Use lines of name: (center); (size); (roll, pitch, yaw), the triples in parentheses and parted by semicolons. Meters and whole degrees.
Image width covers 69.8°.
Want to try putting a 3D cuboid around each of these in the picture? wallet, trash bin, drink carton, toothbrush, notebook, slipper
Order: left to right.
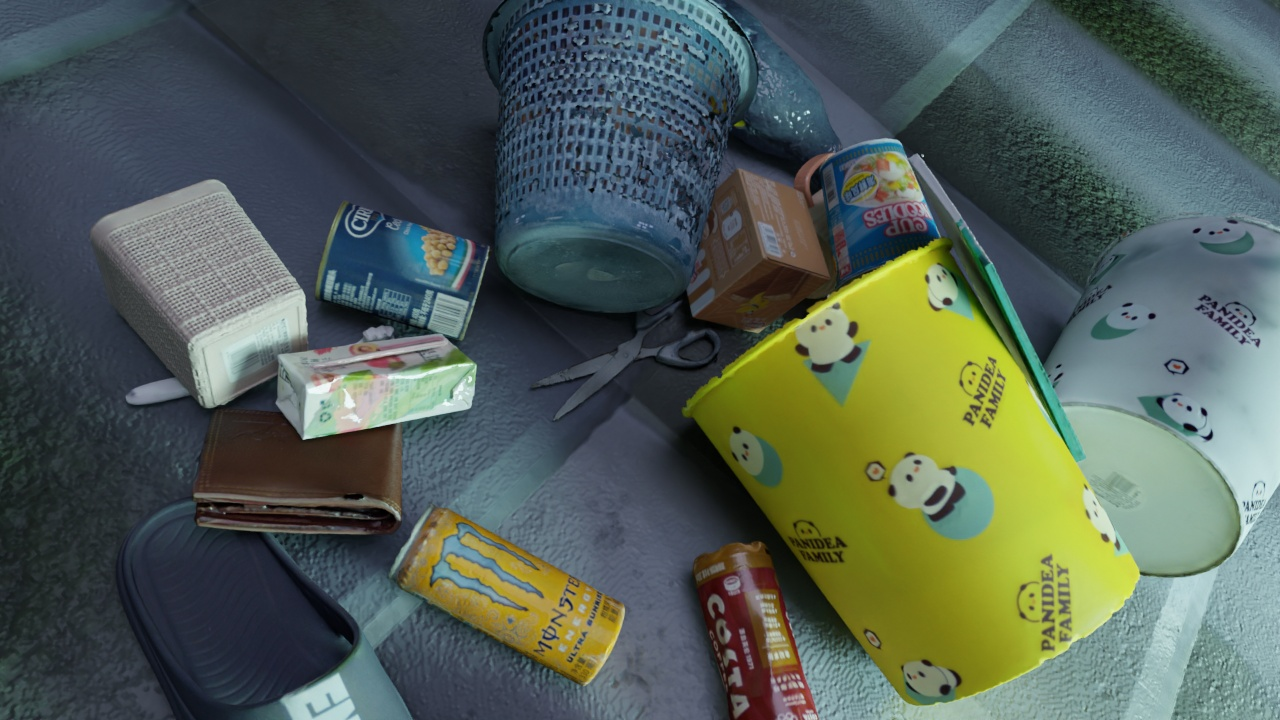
toothbrush: (-0.258, 0.002, 0.637); (0.179, 0.016, 0.016); (-16, 57, -29)
slipper: (-0.205, 0.179, 0.511); (0.110, 0.084, 0.268); (-32, 74, -32)
wallet: (-0.214, 0.066, 0.586); (0.124, 0.032, 0.101); (6, 29, -21)
drink carton: (-0.178, 0.013, 0.623); (0.122, 0.046, 0.053); (-10, 32, -38)
trash bin: (-0.027, -0.152, 0.722); (0.226, 0.227, 0.194); (13, 69, -15)
trash bin: (0.192, 0.082, 0.654); (0.229, 0.230, 0.255); (-25, 77, -32)
notebook: (0.261, -0.038, 0.667); (0.209, 0.012, 0.150); (49, 21, -33)
trash bin: (0.454, 0.034, 0.792); (0.229, 0.230, 0.251); (43, 60, 7)

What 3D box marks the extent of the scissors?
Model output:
scissors: (-0.010, -0.009, 0.749); (0.165, 0.014, 0.162); (11, 58, -14)

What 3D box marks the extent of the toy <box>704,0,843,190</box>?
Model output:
toy: (0.110, -0.285, 0.928); (0.356, 0.092, 0.137); (55, 29, 13)

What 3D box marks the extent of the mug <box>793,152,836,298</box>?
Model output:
mug: (0.173, -0.128, 0.840); (0.105, 0.082, 0.114); (-38, 118, -33)

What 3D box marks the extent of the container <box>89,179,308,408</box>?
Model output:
container: (-0.280, -0.041, 0.600); (0.089, 0.090, 0.111); (-33, 70, -34)

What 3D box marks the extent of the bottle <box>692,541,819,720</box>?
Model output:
bottle: (0.083, 0.214, 0.620); (0.057, 0.058, 0.174); (-2, 62, -24)

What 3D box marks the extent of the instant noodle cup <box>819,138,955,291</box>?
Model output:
instant noodle cup: (0.194, -0.118, 0.757); (0.099, 0.099, 0.110); (-7, 77, -26)

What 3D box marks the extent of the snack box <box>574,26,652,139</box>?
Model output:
snack box: (-0.017, -0.288, 0.891); (0.074, 0.052, 0.174); (14, 55, -12)

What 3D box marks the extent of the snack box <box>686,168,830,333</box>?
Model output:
snack box: (0.092, -0.090, 0.779); (0.077, 0.095, 0.092); (11, 55, -35)

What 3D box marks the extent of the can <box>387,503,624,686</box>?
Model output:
can: (-0.085, 0.150, 0.591); (0.146, 0.058, 0.058); (29, 54, -3)

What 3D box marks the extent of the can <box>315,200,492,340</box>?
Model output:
can: (-0.173, -0.064, 0.676); (0.111, 0.075, 0.075); (17, 55, -13)
